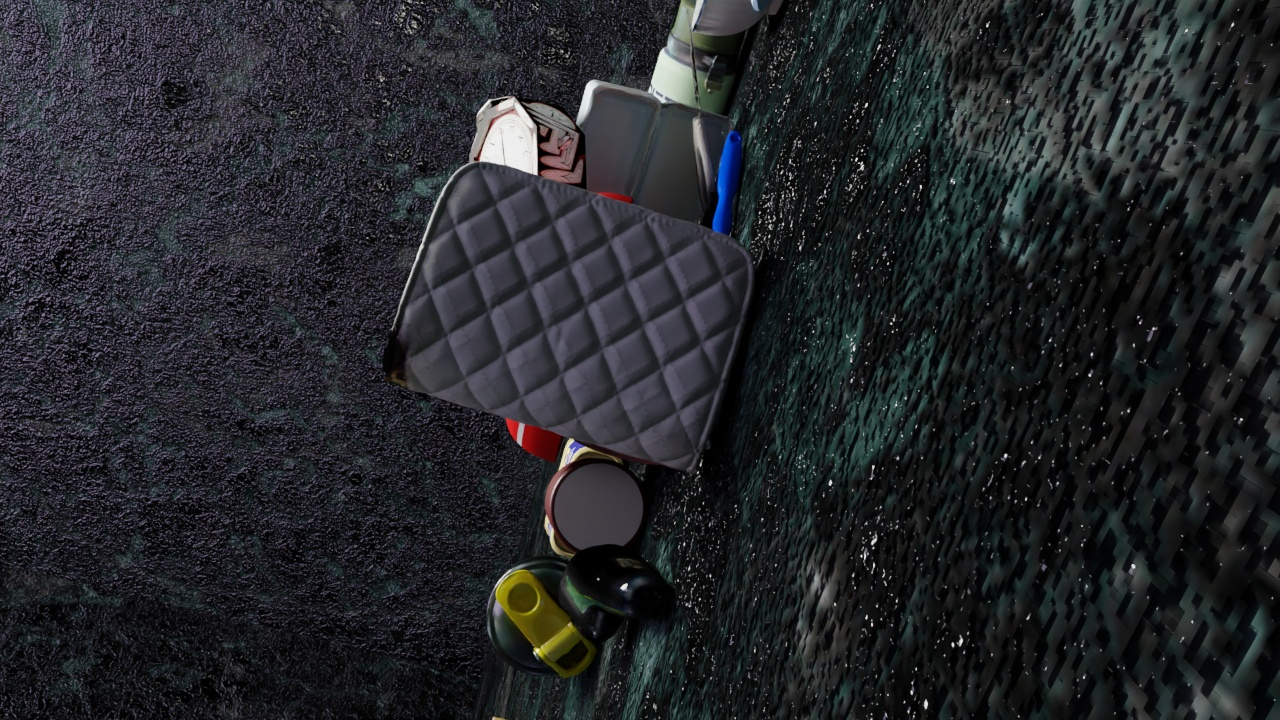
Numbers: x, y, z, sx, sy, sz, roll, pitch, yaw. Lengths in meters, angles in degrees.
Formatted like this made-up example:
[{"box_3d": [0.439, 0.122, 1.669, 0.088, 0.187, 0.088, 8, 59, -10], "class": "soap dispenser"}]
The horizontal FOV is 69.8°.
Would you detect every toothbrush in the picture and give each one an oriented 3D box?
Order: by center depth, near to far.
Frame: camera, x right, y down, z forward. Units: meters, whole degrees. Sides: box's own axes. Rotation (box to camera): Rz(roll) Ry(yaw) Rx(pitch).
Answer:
[{"box_3d": [0.059, -0.103, 0.664, 0.018, 0.016, 0.182, 105, 176, -55], "class": "toothbrush"}]

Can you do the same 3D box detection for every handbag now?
[{"box_3d": [-0.038, -0.024, 0.540, 0.072, 0.195, 0.138, 103, -175, -80], "class": "handbag"}]

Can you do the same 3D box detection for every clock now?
[{"box_3d": [-0.100, -0.162, 0.777, 0.155, 0.065, 0.115, 30, 114, 47], "class": "clock"}]

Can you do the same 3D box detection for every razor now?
[{"box_3d": [-0.015, 0.152, 0.584, 0.152, 0.054, 0.067, 152, 123, -72], "class": "razor"}]

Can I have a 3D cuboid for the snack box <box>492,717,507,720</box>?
[{"box_3d": [-0.089, 0.347, 0.628, 0.203, 0.069, 0.155, 131, 154, -76], "class": "snack box"}]

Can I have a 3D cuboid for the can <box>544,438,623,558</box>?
[{"box_3d": [-0.056, 0.137, 0.920, 0.092, 0.056, 0.116, -171, 97, -83], "class": "can"}]

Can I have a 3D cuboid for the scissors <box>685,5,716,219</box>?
[{"box_3d": [0.046, -0.200, 0.754, 0.121, 0.012, 0.171, 86, 175, -83], "class": "scissors"}]

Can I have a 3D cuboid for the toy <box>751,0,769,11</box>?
[{"box_3d": [0.089, -0.345, 0.605, 0.120, 0.171, 0.222, 23, -134, -62], "class": "toy"}]

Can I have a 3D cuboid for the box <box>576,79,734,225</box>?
[{"box_3d": [-0.010, -0.138, 0.816, 0.040, 0.134, 0.197, -115, 38, -54], "class": "box"}]

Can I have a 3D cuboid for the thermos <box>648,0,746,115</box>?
[{"box_3d": [0.039, -0.231, 0.894, 0.082, 0.082, 0.232, -84, 12, -57], "class": "thermos"}]

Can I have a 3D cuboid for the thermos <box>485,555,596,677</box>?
[{"box_3d": [-0.084, 0.220, 0.828, 0.221, 0.098, 0.098, 119, 166, -81], "class": "thermos"}]

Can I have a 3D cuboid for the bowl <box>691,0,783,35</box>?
[{"box_3d": [0.086, -0.310, 0.722, 0.118, 0.062, 0.118, -167, 92, -84], "class": "bowl"}]

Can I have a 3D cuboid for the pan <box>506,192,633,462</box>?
[{"box_3d": [-0.060, -0.001, 0.771, 0.357, 0.067, 0.208, 113, 173, -68], "class": "pan"}]

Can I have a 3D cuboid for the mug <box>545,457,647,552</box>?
[{"box_3d": [-0.033, 0.129, 0.715, 0.082, 0.073, 0.105, 145, 112, -80], "class": "mug"}]

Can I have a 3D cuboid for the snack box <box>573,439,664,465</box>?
[{"box_3d": [0.001, 0.008, 0.658, 0.072, 0.072, 0.121, 128, 158, -74], "class": "snack box"}]
